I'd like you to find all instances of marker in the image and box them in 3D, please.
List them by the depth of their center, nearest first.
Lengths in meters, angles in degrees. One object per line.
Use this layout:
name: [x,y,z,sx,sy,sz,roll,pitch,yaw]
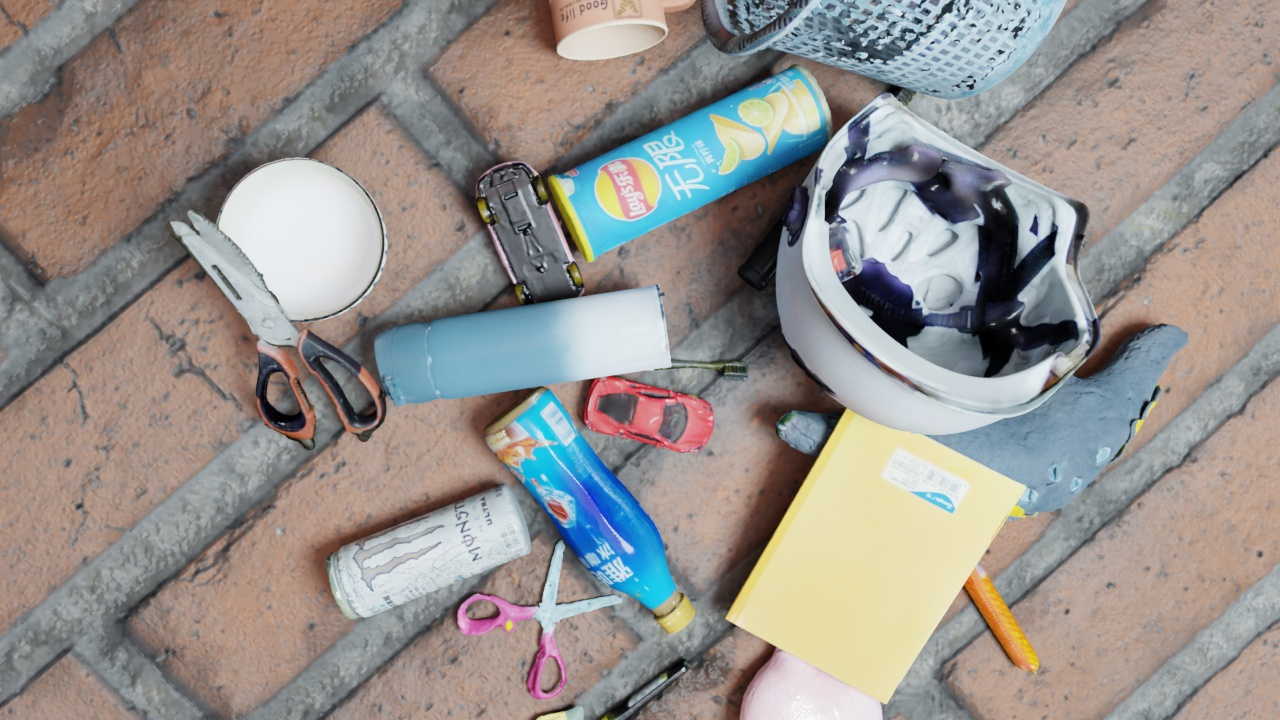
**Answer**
marker: [-0.009,0.286,0.752,0.124,0.018,0.015,-37,98,-4]

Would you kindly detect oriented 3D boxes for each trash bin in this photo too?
trash bin: [0.183,-0.287,0.645,0.195,0.227,0.226,17,92,-26]

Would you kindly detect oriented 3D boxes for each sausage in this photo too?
sausage: [0.293,0.201,0.777,0.021,0.021,0.165,-33,96,-3]

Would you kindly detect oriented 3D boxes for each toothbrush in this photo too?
toothbrush: [-0.004,0.004,0.735,0.186,0.017,0.012,3,130,-6]
toothbrush: [0.154,-0.145,0.739,0.027,0.026,0.212,40,88,-30]

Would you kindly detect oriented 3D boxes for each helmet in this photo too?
helmet: [0.192,-0.048,0.670,0.229,0.146,0.258,24,58,-6]

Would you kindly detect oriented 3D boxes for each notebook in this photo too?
notebook: [0.176,0.150,0.703,0.146,0.010,0.206,27,104,2]

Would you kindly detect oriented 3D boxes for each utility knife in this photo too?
utility knife: [-0.121,0.318,0.743,0.162,0.018,0.031,-18,91,-6]

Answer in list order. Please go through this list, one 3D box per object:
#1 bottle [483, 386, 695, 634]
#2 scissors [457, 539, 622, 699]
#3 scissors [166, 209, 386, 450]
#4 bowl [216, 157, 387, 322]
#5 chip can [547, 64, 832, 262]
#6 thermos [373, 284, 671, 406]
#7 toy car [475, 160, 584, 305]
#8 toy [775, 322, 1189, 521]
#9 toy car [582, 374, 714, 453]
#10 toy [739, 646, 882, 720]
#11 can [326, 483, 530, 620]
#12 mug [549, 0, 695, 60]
bottle: [-0.033,0.121,0.716,0.065,0.065,0.218,-38,98,-3]
scissors: [-0.079,0.213,0.743,0.133,0.017,0.135,-9,92,-9]
scissors: [-0.265,-0.011,0.648,0.206,0.015,0.194,23,123,-28]
bowl: [-0.244,-0.086,0.679,0.116,0.066,0.116,0,94,-7]
chip can: [0.038,-0.152,0.703,0.210,0.071,0.071,-26,96,-4]
thermos: [-0.088,-0.012,0.690,0.220,0.070,0.070,-8,94,1]
toy car: [-0.086,-0.094,0.712,0.056,0.037,0.122,-21,108,1]
toy: [0.285,0.059,0.734,0.356,0.091,0.138,-10,84,-7]
toy car: [0.008,0.043,0.733,0.106,0.031,0.049,15,93,-9]
toy: [0.146,0.274,0.751,0.121,0.054,0.159,15,81,-7]
can: [-0.160,0.147,0.707,0.146,0.058,0.058,-21,95,-5]
mug: [-0.014,-0.291,0.681,0.114,0.081,0.106,-9,93,0]
